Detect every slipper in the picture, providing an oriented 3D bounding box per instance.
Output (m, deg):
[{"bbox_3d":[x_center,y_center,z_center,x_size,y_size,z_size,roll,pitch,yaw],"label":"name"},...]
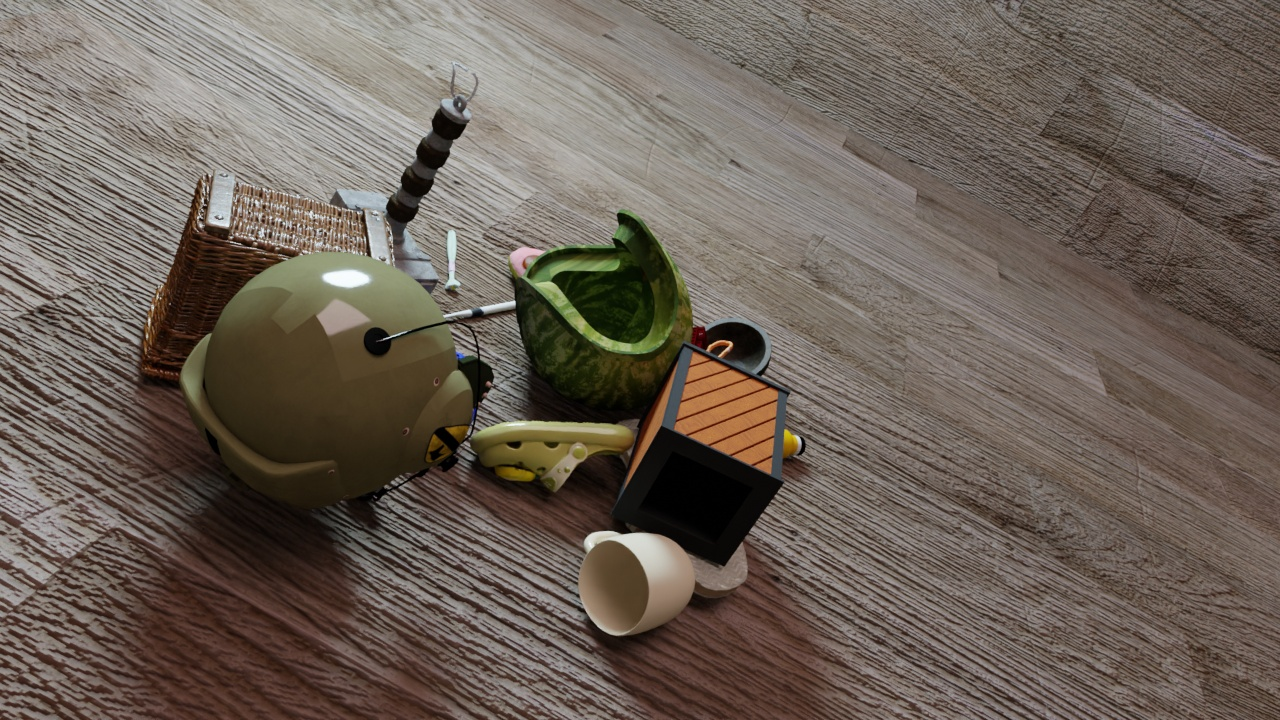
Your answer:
[{"bbox_3d":[-0.100,0.111,1.059,0.190,0.092,0.081,-1,82,-14],"label":"slipper"},{"bbox_3d":[0.034,0.176,1.094,0.114,0.052,0.262,1,42,-33],"label":"slipper"}]

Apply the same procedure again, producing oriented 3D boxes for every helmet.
[{"bbox_3d":[-0.047,-0.050,1.182,0.212,0.247,0.243,-38,94,-17],"label":"helmet"},{"bbox_3d":[-0.288,0.024,0.847,0.250,0.256,0.232,40,32,17],"label":"helmet"}]

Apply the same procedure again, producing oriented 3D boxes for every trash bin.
[{"bbox_3d":[0.072,0.102,1.042,0.139,0.140,0.171,25,33,-4],"label":"trash bin"}]

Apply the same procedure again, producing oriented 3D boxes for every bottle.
[{"bbox_3d":[0.168,0.113,1.290,0.143,0.043,0.043,9,37,-28],"label":"bottle"}]

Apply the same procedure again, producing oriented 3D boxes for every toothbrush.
[{"bbox_3d":[-0.277,-0.150,1.349,0.022,0.015,0.154,-11,40,-3],"label":"toothbrush"},{"bbox_3d":[-0.220,-0.066,1.278,0.186,0.012,0.017,-17,67,-49],"label":"toothbrush"}]

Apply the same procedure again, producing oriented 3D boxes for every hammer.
[{"bbox_3d":[-0.282,-0.217,1.145,0.079,0.327,0.177,-5,51,-51],"label":"hammer"}]

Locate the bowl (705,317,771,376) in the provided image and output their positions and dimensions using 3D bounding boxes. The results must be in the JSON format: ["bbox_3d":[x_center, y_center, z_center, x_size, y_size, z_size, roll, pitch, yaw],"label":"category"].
[{"bbox_3d":[0.140,-0.001,1.399,0.121,0.056,0.121,-5,53,7],"label":"bowl"}]

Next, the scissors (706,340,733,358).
[{"bbox_3d":[0.103,0.019,1.347,0.131,0.011,0.125,34,65,31],"label":"scissors"}]

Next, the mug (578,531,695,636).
[{"bbox_3d":[-0.003,0.221,0.959,0.099,0.096,0.120,4,33,-50],"label":"mug"}]

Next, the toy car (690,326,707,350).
[{"bbox_3d":[0.061,0.017,1.305,0.070,0.062,0.169,-4,32,13],"label":"toy car"}]

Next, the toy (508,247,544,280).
[{"bbox_3d":[-0.144,-0.136,1.396,0.109,0.051,0.090,-5,46,-43],"label":"toy"}]

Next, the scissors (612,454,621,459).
[{"bbox_3d":[0.030,0.128,1.188,0.133,0.019,0.145,37,34,18],"label":"scissors"}]

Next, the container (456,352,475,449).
[{"bbox_3d":[-0.228,0.045,1.038,0.058,0.096,0.114,14,35,-31],"label":"container"}]

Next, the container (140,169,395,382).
[{"bbox_3d":[-0.390,-0.080,1.001,0.249,0.184,0.162,10,35,-27],"label":"container"}]
